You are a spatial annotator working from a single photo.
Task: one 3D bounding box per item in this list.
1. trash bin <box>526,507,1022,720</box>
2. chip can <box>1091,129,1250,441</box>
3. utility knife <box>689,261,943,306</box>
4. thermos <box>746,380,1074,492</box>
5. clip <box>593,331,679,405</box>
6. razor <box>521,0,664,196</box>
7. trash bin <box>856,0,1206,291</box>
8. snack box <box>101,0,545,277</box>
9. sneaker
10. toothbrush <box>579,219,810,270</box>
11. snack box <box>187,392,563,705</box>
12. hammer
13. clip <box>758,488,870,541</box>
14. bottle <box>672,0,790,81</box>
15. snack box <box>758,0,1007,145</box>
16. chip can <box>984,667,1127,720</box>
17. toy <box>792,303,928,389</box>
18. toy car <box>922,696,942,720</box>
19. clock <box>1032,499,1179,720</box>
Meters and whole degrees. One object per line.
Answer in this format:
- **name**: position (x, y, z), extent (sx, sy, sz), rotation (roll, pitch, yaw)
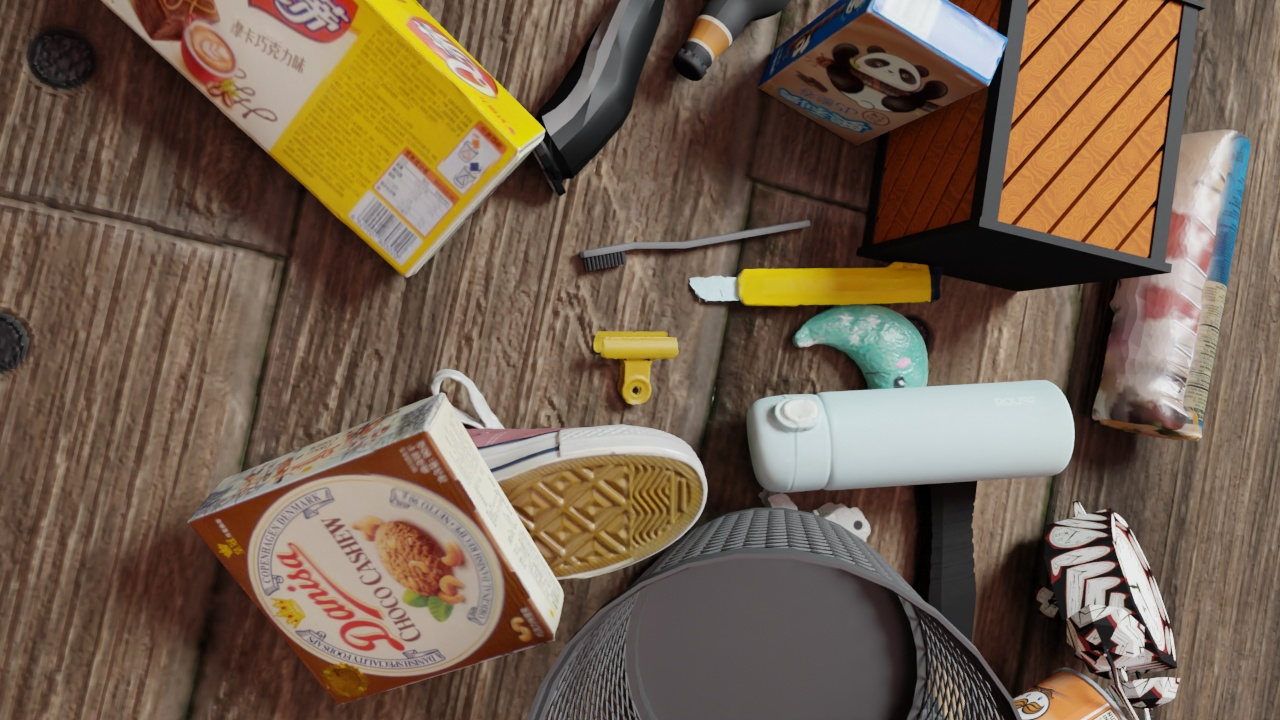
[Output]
- **trash bin**: position (0.070, 0.189, 0.488), extent (0.218, 0.227, 0.217), rotation (0, 90, 9)
- **chip can**: position (0.401, -0.057, 0.694), extent (0.079, 0.080, 0.229), rotation (13, 86, -15)
- **utility knife**: position (0.123, -0.053, 0.634), extent (0.179, 0.017, 0.030), rotation (-1, 77, -9)
- **thermos**: position (0.173, 0.050, 0.610), extent (0.207, 0.078, 0.065), rotation (-3, 55, -4)
- **clip**: position (-0.003, 0.003, 0.603), extent (0.054, 0.045, 0.049), rotation (0, 65, -17)
- **razor**: position (-0.025, -0.183, 0.587), extent (0.060, 0.057, 0.156), rotation (33, 80, 19)
- **trash bin**: position (0.255, -0.149, 0.618), extent (0.139, 0.140, 0.171), rotation (10, 87, -16)
- **snack box**: position (-0.175, -0.168, 0.511), extent (0.230, 0.061, 0.110), rotation (44, 114, -11)
- **sneaker**: position (-0.081, 0.072, 0.551), extent (0.241, 0.087, 0.118), rotation (-3, 115, 4)
- **toothbrush**: position (0.040, -0.081, 0.623), extent (0.167, 0.013, 0.013), rotation (-12, 101, -16)
- **snack box**: position (-0.138, 0.107, 0.498), extent (0.147, 0.041, 0.143), rotation (-20, 114, 13)
- **hammer**: position (0.219, 0.225, 0.660), extent (0.131, 0.039, 0.328), rotation (1, 89, -15)
- **clip**: position (0.132, 0.124, 0.634), extent (0.058, 0.050, 0.102), rotation (-29, 99, -2)
- **bottle**: position (0.080, -0.262, 0.611), extent (0.059, 0.059, 0.181), rotation (36, 80, -13)
- **snack box**: position (0.146, -0.187, 0.581), extent (0.087, 0.151, 0.034), rotation (26, 83, -15)
- **chip can**: position (0.214, 0.287, 0.599), extent (0.214, 0.075, 0.075), rotation (-25, 96, -13)
- **toy**: position (0.163, 0.006, 0.649), extent (0.085, 0.033, 0.105), rotation (-27, 98, -4)
- **toy car**: position (0.146, 0.217, 0.616), extent (0.112, 0.046, 0.034), rotation (20, 93, 11)
- **clock**: position (0.325, 0.183, 0.646), extent (0.114, 0.065, 0.154), rotation (47, 36, -26)
